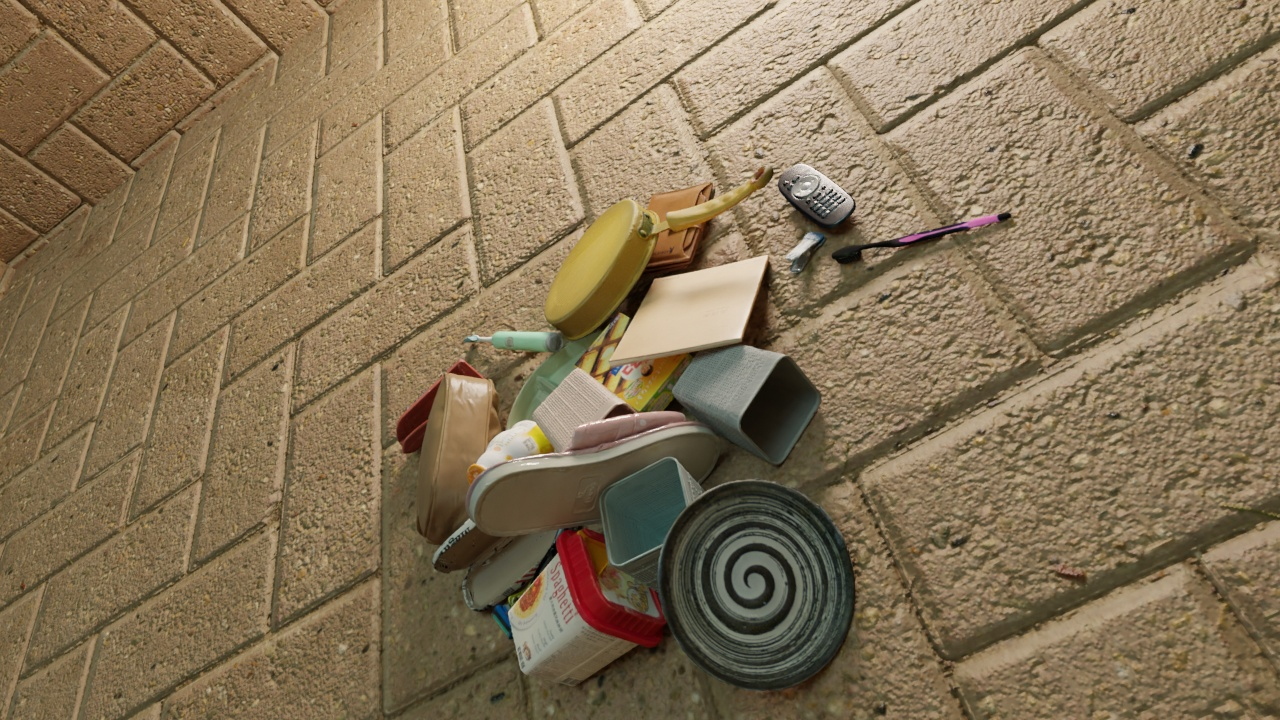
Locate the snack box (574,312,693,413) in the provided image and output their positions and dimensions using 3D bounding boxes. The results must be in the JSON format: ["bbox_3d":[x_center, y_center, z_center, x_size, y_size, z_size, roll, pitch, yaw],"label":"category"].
[{"bbox_3d":[-0.006,0.006,1.059,0.087,0.034,0.140,-50,44,-7],"label":"snack box"}]

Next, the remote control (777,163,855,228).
[{"bbox_3d":[0.210,-0.193,1.090,0.053,0.024,0.136,-41,41,6],"label":"remote control"}]

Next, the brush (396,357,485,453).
[{"bbox_3d":[-0.272,0.067,1.238,0.146,0.063,0.069,-42,28,6],"label":"brush"}]

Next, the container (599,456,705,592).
[{"bbox_3d":[0.031,0.167,0.881,0.090,0.111,0.090,-28,44,16],"label":"container"}]

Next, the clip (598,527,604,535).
[{"bbox_3d":[-0.032,0.163,0.993,0.099,0.035,0.098,-48,43,-10],"label":"clip"}]

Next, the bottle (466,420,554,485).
[{"bbox_3d":[-0.147,0.112,1.032,0.063,0.063,0.108,-5,16,36],"label":"bottle"}]

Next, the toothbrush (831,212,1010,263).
[{"bbox_3d":[0.298,-0.130,0.983,0.190,0.018,0.014,-11,52,28],"label":"toothbrush"}]

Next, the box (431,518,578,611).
[{"bbox_3d":[-0.153,0.202,1.020,0.162,0.085,0.075,-40,38,9],"label":"box"}]

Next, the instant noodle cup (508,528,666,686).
[{"bbox_3d":[-0.057,0.247,0.896,0.124,0.116,0.116,-45,40,17],"label":"instant noodle cup"}]

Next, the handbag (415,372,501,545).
[{"bbox_3d":[-0.217,0.122,1.115,0.148,0.099,0.204,120,156,-49],"label":"handbag"}]

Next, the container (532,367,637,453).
[{"bbox_3d":[-0.051,0.074,0.997,0.090,0.090,0.111,-47,38,-3],"label":"container"}]

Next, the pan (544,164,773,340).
[{"bbox_3d":[0.012,-0.147,1.134,0.359,0.078,0.197,-37,29,38],"label":"pan"}]

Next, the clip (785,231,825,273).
[{"bbox_3d":[0.188,-0.129,1.060,0.056,0.028,0.024,-47,42,-17],"label":"clip"}]

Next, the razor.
[{"bbox_3d":[-0.110,0.232,0.995,0.043,0.022,0.143,35,95,41],"label":"razor"}]

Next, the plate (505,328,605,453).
[{"bbox_3d":[-0.066,0.061,1.106,0.231,0.027,0.229,-22,46,24],"label":"plate"}]

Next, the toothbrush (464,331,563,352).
[{"bbox_3d":[-0.177,-0.027,1.250,0.225,0.027,0.026,4,100,51],"label":"toothbrush"}]

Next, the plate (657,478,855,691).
[{"bbox_3d":[0.101,0.192,0.798,0.179,0.179,0.024,-64,2,-20],"label":"plate"}]

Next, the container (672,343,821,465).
[{"bbox_3d":[0.105,0.036,0.945,0.114,0.090,0.090,22,72,49],"label":"container"}]

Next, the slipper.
[{"bbox_3d":[-0.044,0.109,0.907,0.273,0.114,0.054,-10,38,-27],"label":"slipper"}]

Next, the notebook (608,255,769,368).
[{"bbox_3d":[0.061,-0.059,1.038,0.150,0.012,0.210,-11,26,22],"label":"notebook"}]

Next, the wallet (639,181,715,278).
[{"bbox_3d":[0.047,-0.171,1.202,0.119,0.035,0.130,-9,53,41],"label":"wallet"}]
